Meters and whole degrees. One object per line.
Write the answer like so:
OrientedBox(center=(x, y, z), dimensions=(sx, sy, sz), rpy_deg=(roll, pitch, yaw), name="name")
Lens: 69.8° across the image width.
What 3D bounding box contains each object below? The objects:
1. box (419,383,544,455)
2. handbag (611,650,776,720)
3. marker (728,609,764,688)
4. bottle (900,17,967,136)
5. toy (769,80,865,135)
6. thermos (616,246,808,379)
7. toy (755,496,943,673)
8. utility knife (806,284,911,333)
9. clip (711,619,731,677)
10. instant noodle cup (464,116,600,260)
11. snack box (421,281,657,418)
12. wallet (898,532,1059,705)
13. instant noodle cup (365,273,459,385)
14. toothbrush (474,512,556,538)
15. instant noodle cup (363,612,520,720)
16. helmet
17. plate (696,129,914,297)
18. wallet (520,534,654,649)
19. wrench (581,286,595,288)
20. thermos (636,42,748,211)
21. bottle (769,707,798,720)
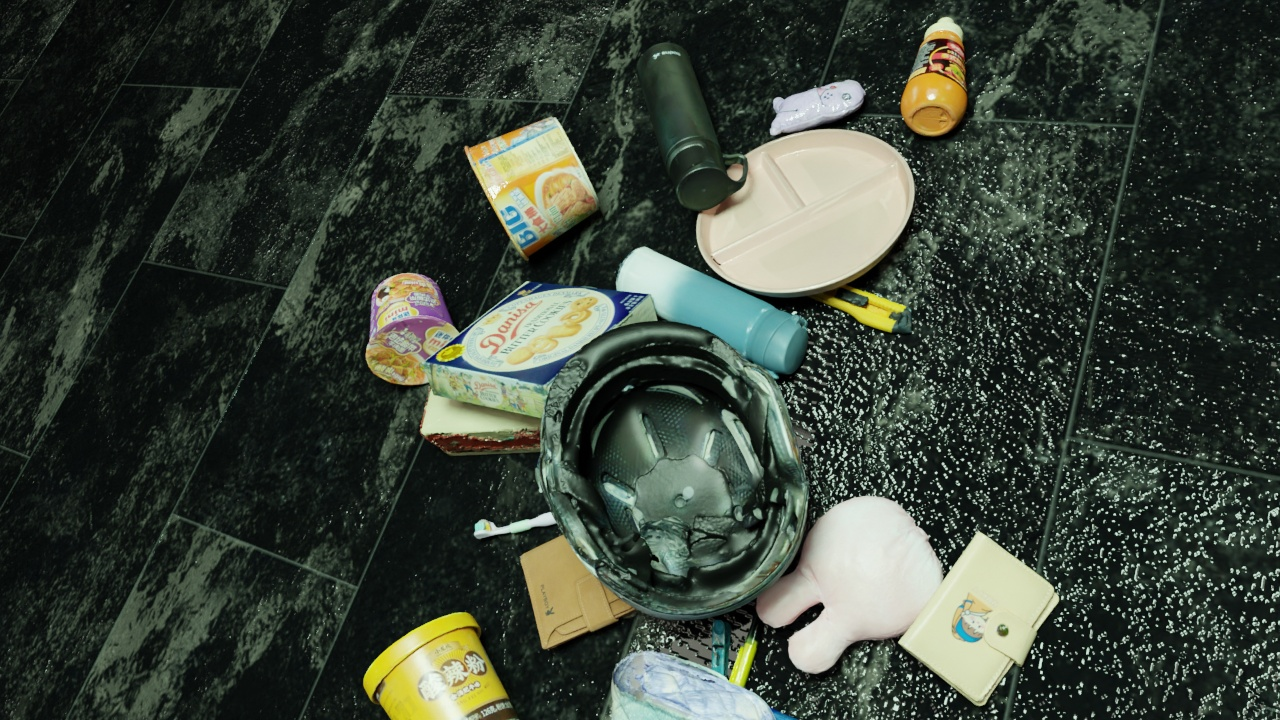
OrientedBox(center=(-0.158, 0.052, 1.006), dimensions=(0.169, 0.075, 0.091), rpy_deg=(-5, 62, 22), name="box")
OrientedBox(center=(0.037, 0.340, 0.725), dimensions=(0.134, 0.075, 0.194), rpy_deg=(11, 107, 30), name="handbag")
OrientedBox(center=(0.104, 0.239, 0.829), dimensions=(0.015, 0.018, 0.124), rpy_deg=(13, 71, 23), name="marker")
OrientedBox(center=(0.320, -0.311, 0.983), dimensions=(0.067, 0.067, 0.149), rpy_deg=(3, 60, 25), name="bottle")
OrientedBox(center=(0.200, -0.288, 1.036), dimensions=(0.108, 0.039, 0.083), rpy_deg=(-14, 39, 20), name="toy")
OrientedBox(center=(0.073, -0.051, 0.960), dimensions=(0.220, 0.070, 0.070), rpy_deg=(30, 80, 32), name="thermos")
OrientedBox(center=(0.179, 0.193, 0.794), dimensions=(0.159, 0.054, 0.121), rpy_deg=(-36, 61, -1), name="toy")
OrientedBox(center=(0.197, -0.067, 0.940), dimensions=(0.181, 0.015, 0.033), rpy_deg=(26, 75, 32), name="utility knife")
OrientedBox(center=(0.072, 0.263, 0.830), dimensions=(0.014, 0.047, 0.057), rpy_deg=(-3, 70, 20), name="clip")
OrientedBox(center=(-0.123, -0.209, 1.084), dimensions=(0.111, 0.151, 0.151), rpy_deg=(-27, 57, 0), name="instant noodle cup")
OrientedBox(center=(-0.104, -0.016, 0.962), dimensions=(0.183, 0.046, 0.177), rpy_deg=(9, 38, 35), name="snack box")
OrientedBox(center=(0.279, 0.212, 0.746), dimensions=(0.087, 0.024, 0.115), rpy_deg=(37, 81, 8), name="wallet")
OrientedBox(center=(-0.274, -0.044, 1.093), dimensions=(0.112, 0.111, 0.099), rpy_deg=(-28, 50, 9), name="instant noodle cup")
OrientedBox(center=(-0.085, 0.159, 0.955), dimensions=(0.189, 0.029, 0.021), rpy_deg=(-15, 101, 16), name="toothbrush")
OrientedBox(center=(-0.182, 0.320, 0.865), dimensions=(0.118, 0.118, 0.114), rpy_deg=(-40, 63, 1), name="instant noodle cup")
OrientedBox(center=(0.034, 0.113, 0.838), dimensions=(0.230, 0.157, 0.274), rpy_deg=(-25, 57, -6), name="helmet")
OrientedBox(center=(0.172, -0.156, 0.970), dimensions=(0.230, 0.028, 0.229), rpy_deg=(-13, 51, 16), name="plate")
OrientedBox(center=(-0.049, 0.213, 0.906), dimensions=(0.132, 0.031, 0.107), rpy_deg=(-27, 56, 12), name="wallet")
OrientedBox(center=(-0.006, 0.006, 0.996), dimensions=(0.056, 0.016, 0.273), rpy_deg=(-42, 56, 4), name="wrench")
OrientedBox(center=(0.059, -0.271, 1.058), dimensions=(0.090, 0.069, 0.242), rpy_deg=(-2, 50, -13), name="thermos")
OrientedBox(center=(0.075, 0.313, 0.777), dimensions=(0.219, 0.065, 0.065), rpy_deg=(13, 71, 29), name="bottle")
